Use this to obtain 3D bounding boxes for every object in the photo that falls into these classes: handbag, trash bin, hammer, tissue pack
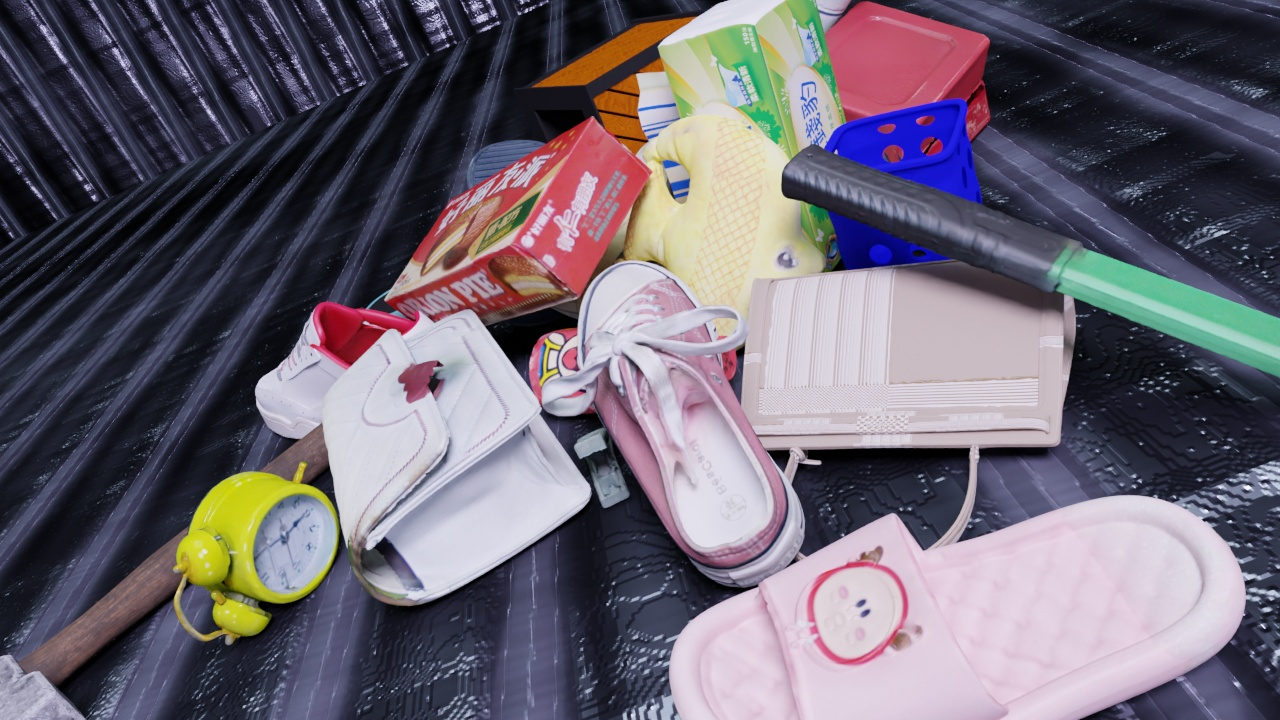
[{"bbox_3d":[0.130,0.031,0.485,0.176,0.062,0.197,-4,44,29],"label":"handbag"},{"bbox_3d":[-0.135,0.052,0.596,0.142,0.096,0.198,-31,31,-10],"label":"handbag"},{"bbox_3d":[-0.004,-0.259,0.962,0.171,0.140,0.140,-38,32,-23],"label":"trash bin"},{"bbox_3d":[0.210,-0.044,0.446,0.319,0.032,0.130,28,59,30],"label":"hammer"},{"bbox_3d":[0.070,-0.160,0.686,0.142,0.198,0.120,-1,27,36],"label":"tissue pack"},{"bbox_3d":[-0.354,0.138,0.682,0.218,0.037,0.299,8,42,44],"label":"hammer"}]

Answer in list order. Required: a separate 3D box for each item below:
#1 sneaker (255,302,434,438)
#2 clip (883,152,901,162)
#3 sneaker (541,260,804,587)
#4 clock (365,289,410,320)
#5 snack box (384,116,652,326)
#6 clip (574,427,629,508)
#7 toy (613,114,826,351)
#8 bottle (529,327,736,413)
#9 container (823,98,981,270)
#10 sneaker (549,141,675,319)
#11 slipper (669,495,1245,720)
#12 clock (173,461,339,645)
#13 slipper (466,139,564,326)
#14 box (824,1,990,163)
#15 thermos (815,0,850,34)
[{"bbox_3d":[-0.248,-0.001,0.758,0.237,0.104,0.090,-1,36,36],"label":"sneaker"},{"bbox_3d":[0.197,-0.108,0.655,0.044,0.101,0.054,-14,74,24],"label":"clip"},{"bbox_3d":[0.007,0.011,0.495,0.118,0.088,0.241,-36,42,7],"label":"sneaker"},{"bbox_3d":[-0.213,-0.041,0.852,0.090,0.053,0.124,-31,27,-13],"label":"clock"},{"bbox_3d":[-0.099,-0.088,0.680,0.237,0.060,0.113,-9,47,55],"label":"snack box"},{"bbox_3d":[-0.027,0.058,0.574,0.023,0.061,0.075,-23,13,-2],"label":"clip"},{"bbox_3d":[0.051,-0.079,0.622,0.155,0.171,0.064,28,25,28],"label":"toy"},{"bbox_3d":[-0.004,0.004,0.612,0.138,0.062,0.061,-6,34,32],"label":"bottle"},{"bbox_3d":[0.170,-0.089,0.578,0.085,0.114,0.084,-4,35,32],"label":"container"},{"bbox_3d":[-0.024,-0.120,0.782,0.102,0.089,0.240,10,47,21],"label":"sneaker"},{"bbox_3d":[0.117,0.105,0.361,0.222,0.056,0.106,-19,32,9],"label":"slipper"},{"bbox_3d":[-0.246,0.122,0.580,0.057,0.083,0.118,3,37,29],"label":"clock"},{"bbox_3d":[-0.104,-0.113,0.872,0.101,0.083,0.263,-11,48,-2],"label":"slipper"},{"bbox_3d":[0.201,-0.214,0.755,0.137,0.127,0.157,12,45,40],"label":"box"},{"bbox_3d":[0.113,-0.267,0.829,0.231,0.068,0.067,-54,4,43],"label":"thermos"}]
